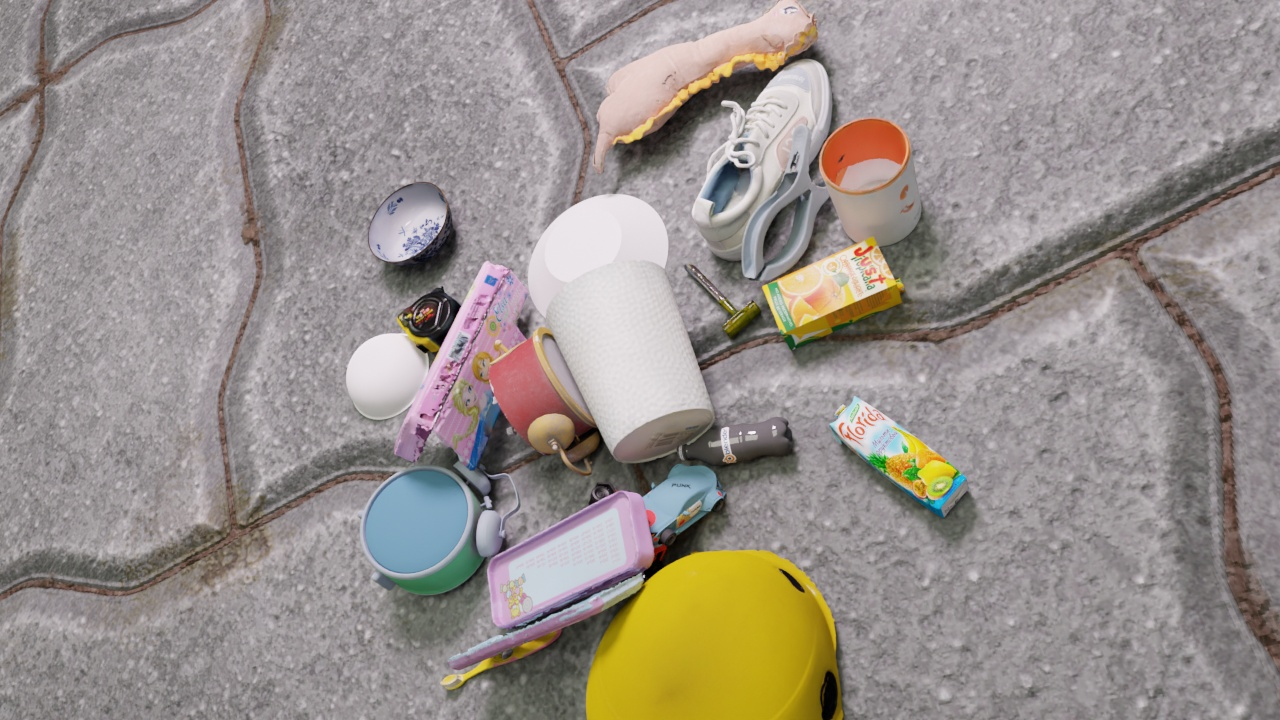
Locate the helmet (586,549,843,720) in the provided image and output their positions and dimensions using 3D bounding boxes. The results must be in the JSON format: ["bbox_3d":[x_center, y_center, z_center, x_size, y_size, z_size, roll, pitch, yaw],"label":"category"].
[{"bbox_3d":[0.051,0.256,0.748,0.209,0.139,0.239,12,73,28],"label":"helmet"}]

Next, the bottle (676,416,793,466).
[{"bbox_3d":[0.088,0.079,0.871,0.110,0.036,0.036,-12,63,19],"label":"bottle"}]

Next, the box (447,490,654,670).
[{"bbox_3d":[-0.080,0.209,0.829,0.215,0.062,0.139,-33,21,36],"label":"box"}]

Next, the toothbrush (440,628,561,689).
[{"bbox_3d":[-0.136,0.288,0.890,0.135,0.016,0.021,-29,54,10],"label":"toothbrush"}]

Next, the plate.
[{"bbox_3d":[-0.057,-0.120,1.025,0.174,0.036,0.173,-10,64,20],"label":"plate"}]

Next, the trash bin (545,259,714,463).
[{"bbox_3d":[-0.005,0.005,0.897,0.133,0.133,0.161,-28,64,11],"label":"trash bin"}]

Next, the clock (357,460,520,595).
[{"bbox_3d":[-0.201,0.167,0.945,0.161,0.075,0.121,-23,59,-1],"label":"clock"}]

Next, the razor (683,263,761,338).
[{"bbox_3d":[0.078,-0.070,0.953,0.042,0.026,0.106,-43,54,4],"label":"razor"}]

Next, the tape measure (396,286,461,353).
[{"bbox_3d":[-0.240,-0.045,1.072,0.071,0.042,0.072,-37,53,-1],"label":"tape measure"}]

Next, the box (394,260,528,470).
[{"bbox_3d":[-0.173,0.009,0.980,0.090,0.085,0.229,26,54,-10],"label":"box"}]

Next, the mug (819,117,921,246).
[{"bbox_3d":[0.223,-0.169,0.881,0.082,0.105,0.082,-9,64,20],"label":"mug"}]

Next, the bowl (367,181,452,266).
[{"bbox_3d":[-0.276,-0.161,1.136,0.114,0.045,0.114,-10,64,20],"label":"bowl"}]

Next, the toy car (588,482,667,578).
[{"bbox_3d":[-0.015,0.163,0.871,0.048,0.051,0.100,-12,50,-31],"label":"toy car"}]

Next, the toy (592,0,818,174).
[{"bbox_3d":[0.069,-0.309,1.025,0.265,0.065,0.195,-6,59,29],"label":"toy"}]

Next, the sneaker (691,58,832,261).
[{"bbox_3d":[0.125,-0.227,0.957,0.090,0.090,0.242,19,76,36],"label":"sneaker"}]

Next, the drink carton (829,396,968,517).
[{"bbox_3d":[0.225,0.083,0.807,0.044,0.038,0.129,-48,57,-2],"label":"drink carton"}]

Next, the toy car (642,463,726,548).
[{"bbox_3d":[0.030,0.129,0.848,0.107,0.028,0.060,-30,52,-32],"label":"toy car"}]

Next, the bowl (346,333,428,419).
[{"bbox_3d":[-0.306,0.011,1.076,0.110,0.040,0.109,-10,64,20],"label":"bowl"}]

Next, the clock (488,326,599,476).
[{"bbox_3d":[-0.094,0.050,0.923,0.081,0.117,0.158,-33,65,11],"label":"clock"}]

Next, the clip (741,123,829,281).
[{"bbox_3d":[0.160,-0.148,0.931,0.027,0.090,0.162,22,88,61],"label":"clip"}]

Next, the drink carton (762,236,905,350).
[{"bbox_3d":[0.188,-0.065,0.889,0.123,0.041,0.058,-24,60,12],"label":"drink carton"}]
